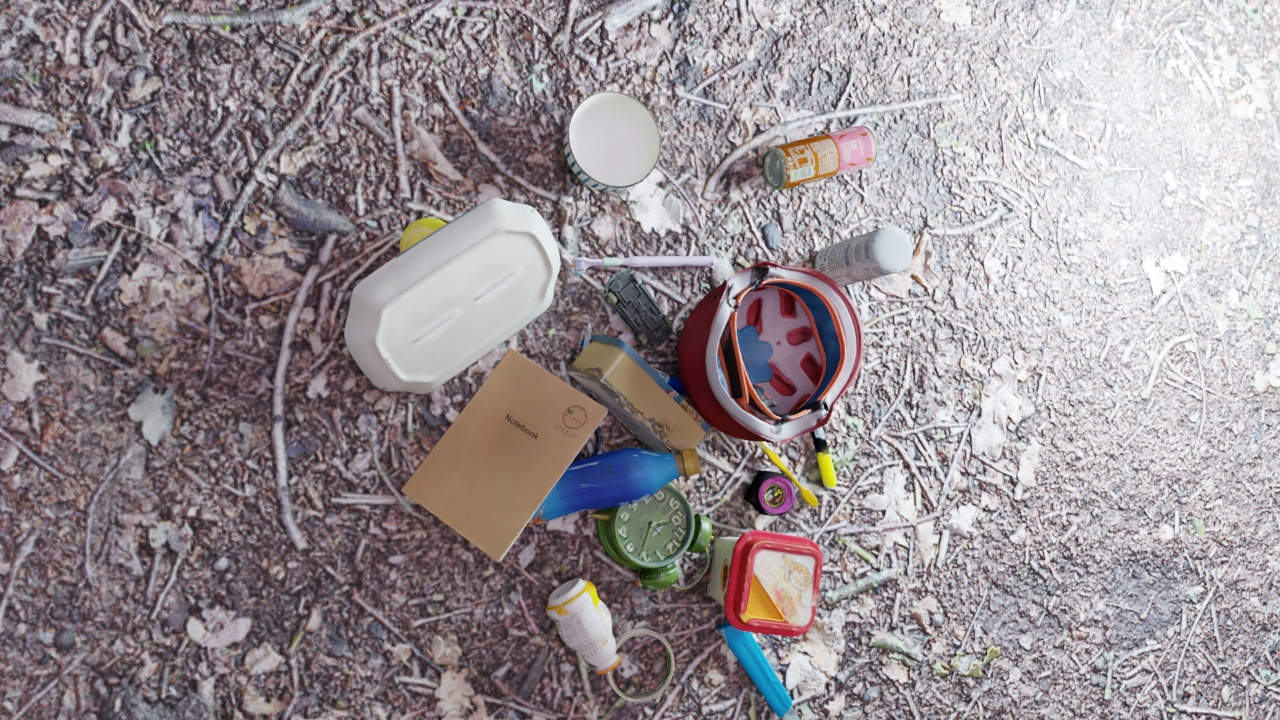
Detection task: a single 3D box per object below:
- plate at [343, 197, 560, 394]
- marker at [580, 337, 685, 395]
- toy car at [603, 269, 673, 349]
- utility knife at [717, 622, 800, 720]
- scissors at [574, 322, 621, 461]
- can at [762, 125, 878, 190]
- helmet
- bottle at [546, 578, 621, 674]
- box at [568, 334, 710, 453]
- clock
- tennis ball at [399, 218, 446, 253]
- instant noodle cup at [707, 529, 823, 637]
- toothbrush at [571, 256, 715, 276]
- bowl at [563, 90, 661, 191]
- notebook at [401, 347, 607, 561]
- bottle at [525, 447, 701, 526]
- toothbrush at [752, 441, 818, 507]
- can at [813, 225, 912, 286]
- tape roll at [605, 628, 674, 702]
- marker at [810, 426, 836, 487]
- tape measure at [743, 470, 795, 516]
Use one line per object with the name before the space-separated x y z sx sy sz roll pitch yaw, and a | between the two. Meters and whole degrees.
plate | -0.197 -0.066 1.020 0.265 0.034 0.162 -36 127 -17
marker | -0.007 0.007 1.128 0.145 0.017 0.017 25 79 -16
toy car | -0.004 -0.063 1.124 0.048 0.031 0.105 -39 101 -17
utility knife | 0.159 0.406 1.161 0.034 0.018 0.188 -33 98 -6
scissors | -0.071 0.048 1.099 0.163 0.012 0.161 -31 101 -12
can | 0.235 -0.266 1.202 0.147 0.058 0.058 -17 92 -19
helmet | 0.144 -0.007 1.117 0.239 0.144 0.207 -24 93 -34
bottle | -0.062 0.311 1.068 0.063 0.063 0.108 -31 96 -18
box | -0.005 0.042 1.072 0.061 0.090 0.184 -51 119 -15
clock | 0.020 0.207 1.105 0.116 0.056 0.161 -45 101 -14
tennis ball | -0.237 -0.127 1.032 0.065 0.065 0.065 1 87 -19
instant noodle cup | 0.143 0.262 1.108 0.116 0.124 0.116 12 83 -17
toothbrush | 0.008 -0.121 1.139 0.189 0.029 0.021 -4 51 -20
bowl | -0.040 -0.257 1.105 0.116 0.066 0.116 1 86 -19
notebook | -0.154 0.102 1.038 0.148 0.008 0.207 31 76 19
bottle | -0.039 0.137 1.045 0.219 0.065 0.065 -13 91 5
toothbrush | 0.165 0.120 1.182 0.016 0.018 0.191 -45 98 -18
can | 0.279 -0.129 1.162 0.058 0.147 0.058 1 87 -18
tape roll | 0.000 0.369 1.112 0.085 0.014 0.085 1 86 -19
marker | 0.235 0.107 1.206 0.018 0.015 0.124 -14 88 -19
tape measure | 0.165 0.169 1.166 0.058 0.039 0.057 31 78 -10
